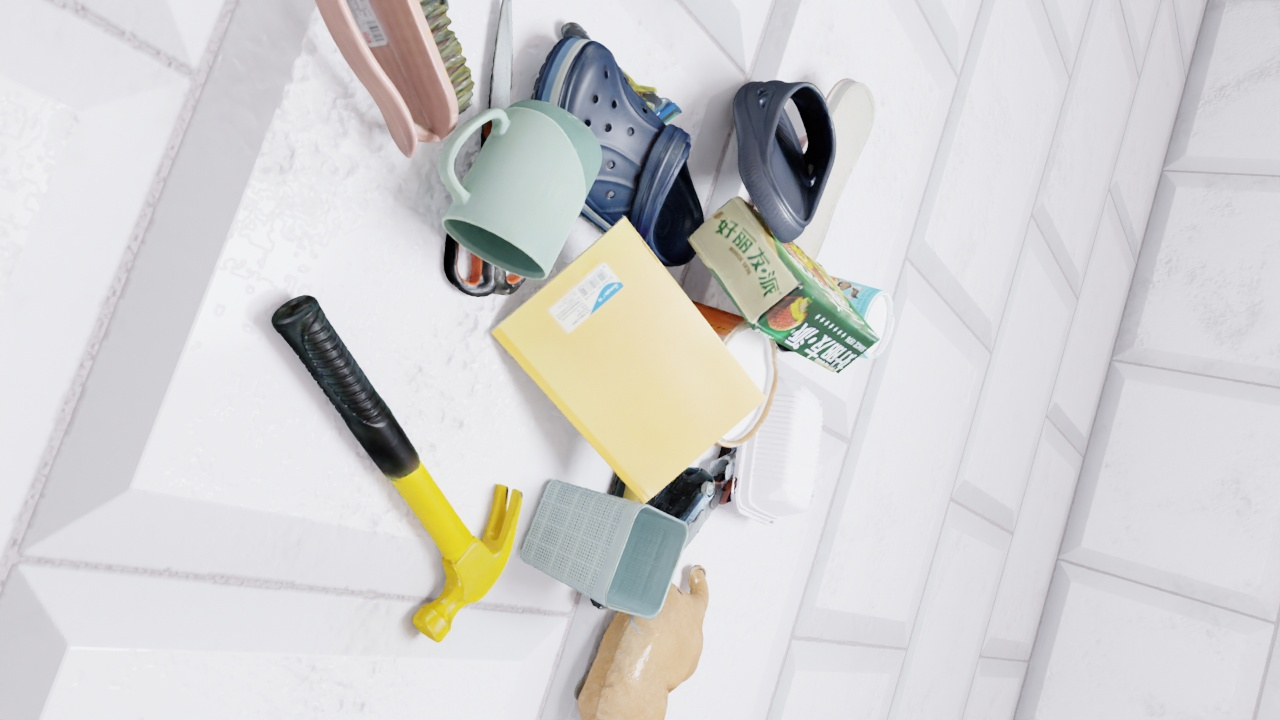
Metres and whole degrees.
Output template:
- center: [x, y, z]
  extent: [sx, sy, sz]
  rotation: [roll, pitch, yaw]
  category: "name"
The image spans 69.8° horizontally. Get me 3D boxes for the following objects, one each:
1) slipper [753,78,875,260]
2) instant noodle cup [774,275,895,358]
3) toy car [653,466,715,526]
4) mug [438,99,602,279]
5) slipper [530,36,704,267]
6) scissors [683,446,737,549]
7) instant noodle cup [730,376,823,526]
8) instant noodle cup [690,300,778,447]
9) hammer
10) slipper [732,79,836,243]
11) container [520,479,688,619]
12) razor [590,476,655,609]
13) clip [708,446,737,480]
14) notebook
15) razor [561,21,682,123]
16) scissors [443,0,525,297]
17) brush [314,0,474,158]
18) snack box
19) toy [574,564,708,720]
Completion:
- center: [0.177, -0.185, 1.018]
  extent: [0.114, 0.054, 0.274]
  rotation: [25, 90, -48]
  category: "slipper"
- center: [0.225, -0.052, 1.068]
  extent: [0.111, 0.121, 0.111]
  rotation: [-19, 115, -48]
  category: "instant noodle cup"
- center: [0.038, 0.154, 0.952]
  extent: [0.105, 0.049, 0.031]
  rotation: [-49, 138, -31]
  category: "toy car"
- center: [-0.090, -0.130, 0.649]
  extent: [0.111, 0.082, 0.106]
  rotation: [36, 75, -43]
  category: "mug"
- center: [-0.002, -0.157, 0.774]
  extent: [0.253, 0.095, 0.105]
  rotation: [48, 61, -51]
  category: "slipper"
- center: [0.089, 0.139, 1.042]
  extent: [0.196, 0.015, 0.214]
  rotation: [18, 88, -53]
  category: "scissors"
- center: [0.164, 0.099, 1.056]
  extent: [0.138, 0.060, 0.173]
  rotation: [33, 62, -57]
  category: "instant noodle cup"
- center: [0.055, 0.013, 0.879]
  extent: [0.151, 0.112, 0.151]
  rotation: [-20, 116, -48]
  category: "instant noodle cup"
- center: [-0.174, 0.076, 0.673]
  extent: [0.128, 0.033, 0.301]
  rotation: [-50, 135, -31]
  category: "hammer"
- center: [0.147, -0.201, 0.861]
  extent: [0.111, 0.083, 0.267]
  rotation: [52, 26, -24]
  category: "slipper"
- center: [-0.035, 0.163, 0.811]
  extent: [0.090, 0.112, 0.090]
  rotation: [35, 72, -51]
  category: "container"
- center: [-0.007, 0.160, 0.890]
  extent: [0.062, 0.068, 0.167]
  rotation: [21, 78, -53]
  category: "razor"
- center: [0.098, 0.115, 1.021]
  extent: [0.056, 0.028, 0.024]
  rotation: [-29, 121, -49]
  category: "clip"
- center: [-0.005, 0.005, 0.772]
  extent: [0.146, 0.010, 0.206]
  rotation: [-41, 109, -3]
  category: "notebook"
- center: [-0.021, -0.243, 0.782]
  extent: [0.043, 0.022, 0.142]
  rotation: [-36, 142, 20]
  category: "razor"
- center: [-0.116, -0.160, 0.685]
  extent: [0.124, 0.022, 0.235]
  rotation: [-32, 125, -42]
  category: "scissors"
- center: [-0.158, -0.206, 0.586]
  extent: [0.072, 0.063, 0.146]
  rotation: [-50, 137, -36]
  category: "brush"
- center: [0.145, -0.065, 0.887]
  extent: [0.063, 0.114, 0.239]
  rotation: [-41, 152, 16]
  category: "snack box"
- center: [0.017, 0.294, 0.950]
  extent: [0.225, 0.083, 0.143]
  rotation: [-53, 142, -32]
  category: "toy"
